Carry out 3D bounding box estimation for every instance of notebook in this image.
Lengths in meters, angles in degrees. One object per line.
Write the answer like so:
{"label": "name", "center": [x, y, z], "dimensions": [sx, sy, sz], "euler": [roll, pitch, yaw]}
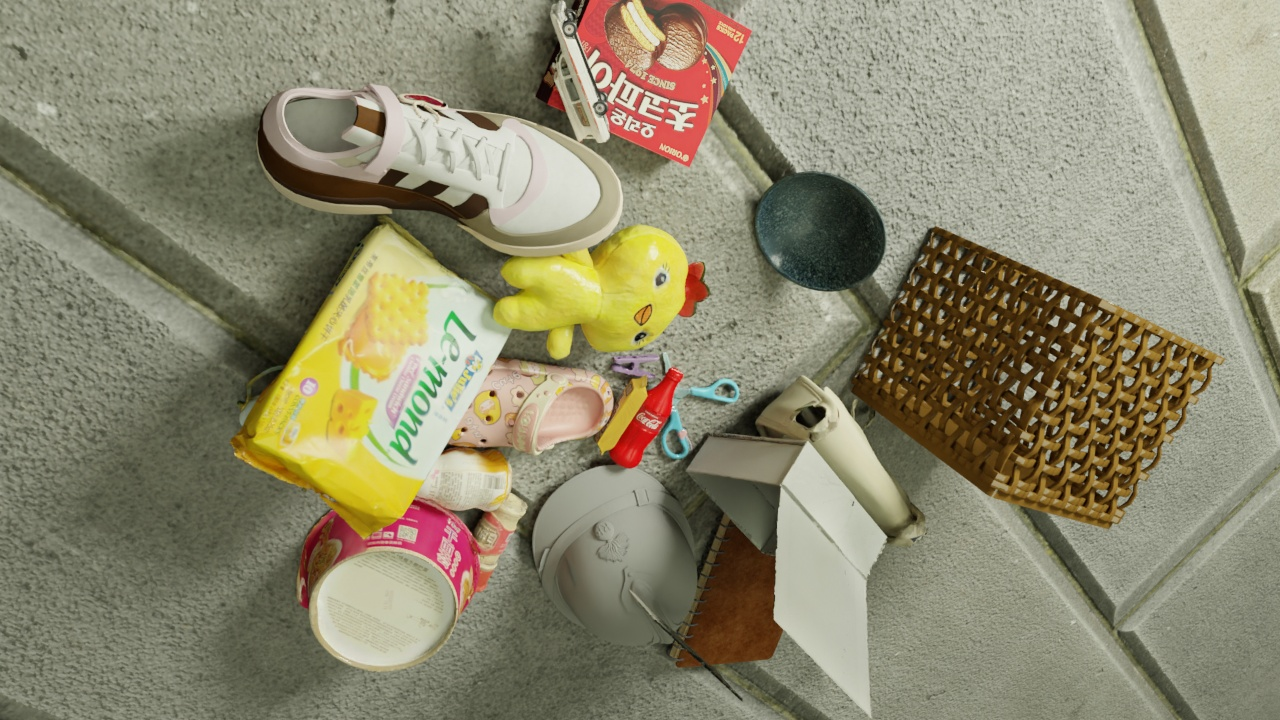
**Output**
{"label": "notebook", "center": [0.133, 0.286, 1.156], "dimensions": [0.167, 0.024, 0.226], "euler": [7, 111, -31]}

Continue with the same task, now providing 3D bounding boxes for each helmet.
{"label": "helmet", "center": [-0.006, 0.247, 1.018], "dimensions": [0.183, 0.117, 0.271], "euler": [-31, 127, -8]}

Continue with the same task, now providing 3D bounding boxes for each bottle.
{"label": "bottle", "center": [-0.160, 0.190, 0.967], "dimensions": [0.044, 0.044, 0.109], "euler": [21, 104, -31]}
{"label": "bottle", "center": [-0.184, 0.116, 0.906], "dimensions": [0.108, 0.063, 0.063], "euler": [8, 111, -27]}
{"label": "bottle", "center": [0.009, 0.059, 0.976], "dimensions": [0.036, 0.036, 0.119], "euler": [20, 111, -31]}

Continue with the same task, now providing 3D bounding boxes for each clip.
{"label": "clip", "center": [-0.005, 0.004, 0.961], "dimensions": [0.051, 0.013, 0.032], "euler": [8, 106, -19]}

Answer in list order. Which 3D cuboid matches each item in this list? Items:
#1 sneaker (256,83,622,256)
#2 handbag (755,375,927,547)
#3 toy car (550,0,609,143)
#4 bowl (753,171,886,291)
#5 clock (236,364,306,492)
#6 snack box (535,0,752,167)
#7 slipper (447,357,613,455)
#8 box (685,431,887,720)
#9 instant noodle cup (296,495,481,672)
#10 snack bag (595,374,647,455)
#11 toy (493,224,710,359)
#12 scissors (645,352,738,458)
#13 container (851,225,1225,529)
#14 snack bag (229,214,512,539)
{"label": "sneaker", "center": [-0.146, -0.160, 0.716], "dimensions": [0.293, 0.116, 0.111], "euler": [12, 84, -14]}
{"label": "handbag", "center": [0.239, 0.099, 1.032], "dimensions": [0.132, 0.184, 0.229], "euler": [-46, 112, -3]}
{"label": "toy car", "center": [-0.056, -0.236, 0.762], "dimensions": [0.039, 0.039, 0.113], "euler": [-18, 122, 9]}
{"label": "bowl", "center": [0.190, -0.143, 0.941], "dimensions": [0.057, 0.137, 0.137], "euler": [-54, 136, -43]}
{"label": "clock", "center": [-0.308, 0.057, 0.825], "dimensions": [0.083, 0.057, 0.118], "euler": [-29, 116, -9]}
{"label": "snack box", "center": [0.004, -0.265, 0.819], "dimensions": [0.152, 0.036, 0.133], "euler": [17, 106, -30]}
{"label": "slipper", "center": [-0.109, 0.050, 0.898], "dimensions": [0.197, 0.081, 0.093], "euler": [0, 113, -27]}
{"label": "box", "center": [0.150, 0.208, 0.929], "dimensions": [0.165, 0.329, 0.167], "euler": [-31, 116, 23]}
{"label": "instant noodle cup", "center": [-0.247, 0.225, 0.898], "dimensions": [0.178, 0.077, 0.179], "euler": [-3, 111, -9]}
{"label": "snack bag", "center": [-0.021, 0.057, 0.966], "dimensions": [0.020, 0.026, 0.099], "euler": [25, 114, -19]}
{"label": "toy", "center": [-0.036, -0.067, 0.854], "dimensions": [0.207, 0.092, 0.134], "euler": [-10, 132, -36]}
{"label": "scissors", "center": [0.056, 0.044, 1.011], "dimensions": [0.129, 0.015, 0.135], "euler": [-21, 124, -13]}
{"label": "container", "center": [0.425, 0.016, 1.022], "dimensions": [0.219, 0.251, 0.214], "euler": [17, 106, -30]}
{"label": "snack bag", "center": [-0.228, 0.014, 0.792], "dimensions": [0.159, 0.068, 0.246], "euler": [42, 68, -37]}
